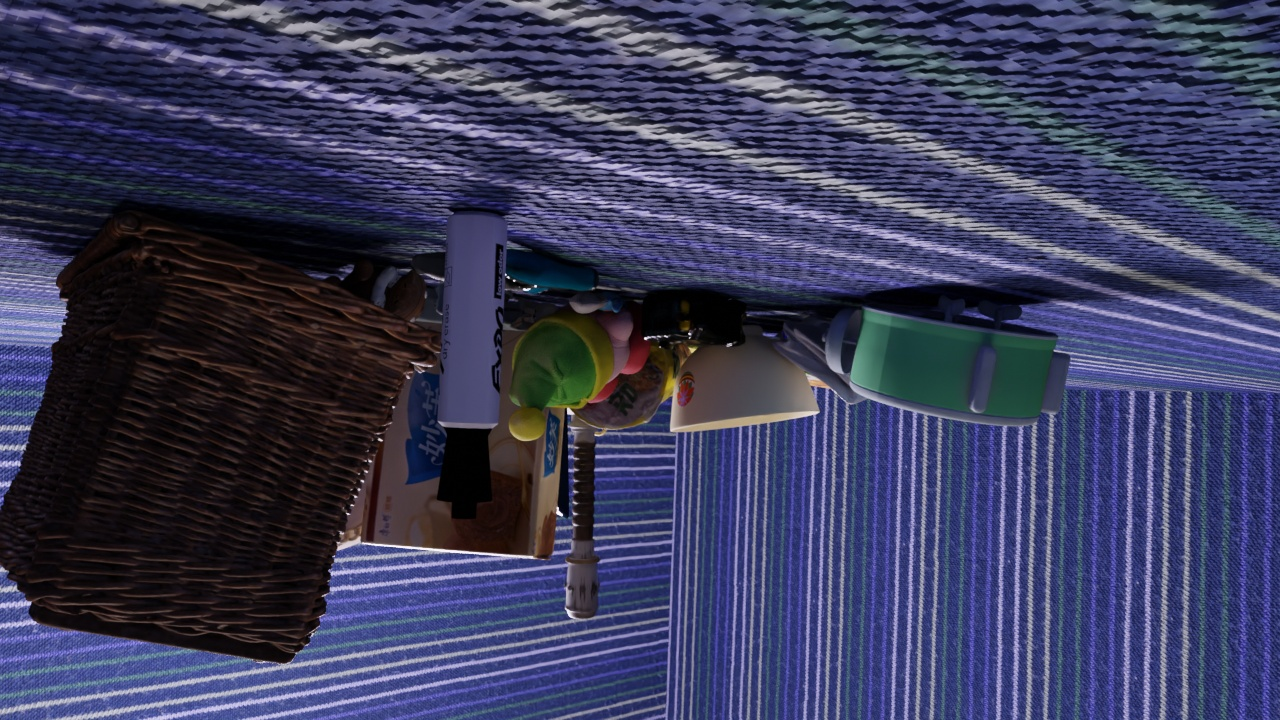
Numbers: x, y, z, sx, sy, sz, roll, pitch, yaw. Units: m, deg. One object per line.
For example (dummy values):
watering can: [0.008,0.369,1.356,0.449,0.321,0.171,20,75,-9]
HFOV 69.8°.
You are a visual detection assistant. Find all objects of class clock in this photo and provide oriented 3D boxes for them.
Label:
clock: [0.192,-0.008,0.616,0.121,0.075,0.162,3,-170,-32]

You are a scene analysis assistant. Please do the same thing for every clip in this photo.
clip: [-0.104,-0.036,0.660,0.108,0.028,0.163,4,179,12]

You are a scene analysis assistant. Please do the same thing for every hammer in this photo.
hammer: [-0.067,0.136,1.072,0.101,0.325,0.190,1,180,29]

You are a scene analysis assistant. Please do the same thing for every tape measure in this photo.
tape measure: [0.032,-0.026,0.640,0.063,0.038,0.067,1,178,34]

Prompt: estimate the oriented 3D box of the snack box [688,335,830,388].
snack box: [0.116,-0.002,0.865,0.132,0.027,0.167,11,176,38]

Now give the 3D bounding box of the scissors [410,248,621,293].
scissors: [-0.060,-0.046,0.502,0.122,0.019,0.149,2,179,-8]

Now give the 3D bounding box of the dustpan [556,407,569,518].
dustpan: [-0.193,0.047,0.948,0.236,0.274,0.079,23,-137,24]

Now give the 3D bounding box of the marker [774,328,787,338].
marker: [0.139,-0.021,0.882,0.020,0.020,0.141,2,177,4]

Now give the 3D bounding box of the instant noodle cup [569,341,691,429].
instant noodle cup: [-0.005,0.005,0.775,0.102,0.102,0.108,1,-176,23]

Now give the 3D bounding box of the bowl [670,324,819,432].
bowl: [0.078,0.012,0.729,0.118,0.074,0.118,-7,172,-1]

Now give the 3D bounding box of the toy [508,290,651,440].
toy: [-0.046,0.003,0.644,0.124,0.096,0.131,-34,160,32]

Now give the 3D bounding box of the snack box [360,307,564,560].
snack box: [-0.145,0.058,0.776,0.153,0.207,0.055,2,170,12]

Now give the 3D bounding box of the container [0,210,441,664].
container: [-0.250,0.047,0.505,0.162,0.183,0.250,24,163,-34]

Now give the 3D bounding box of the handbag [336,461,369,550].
handbag: [-0.314,0.078,0.863,0.209,0.210,0.103,-14,173,4]

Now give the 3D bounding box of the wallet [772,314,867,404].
wallet: [0.159,-0.004,0.713,0.086,0.032,0.116,39,-158,20]

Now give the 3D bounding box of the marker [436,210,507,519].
marker: [-0.070,0.002,0.381,0.025,0.126,0.025,2,178,0]

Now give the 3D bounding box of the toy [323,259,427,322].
toy: [-0.167,-0.037,0.567,0.054,0.041,0.102,28,157,-25]
